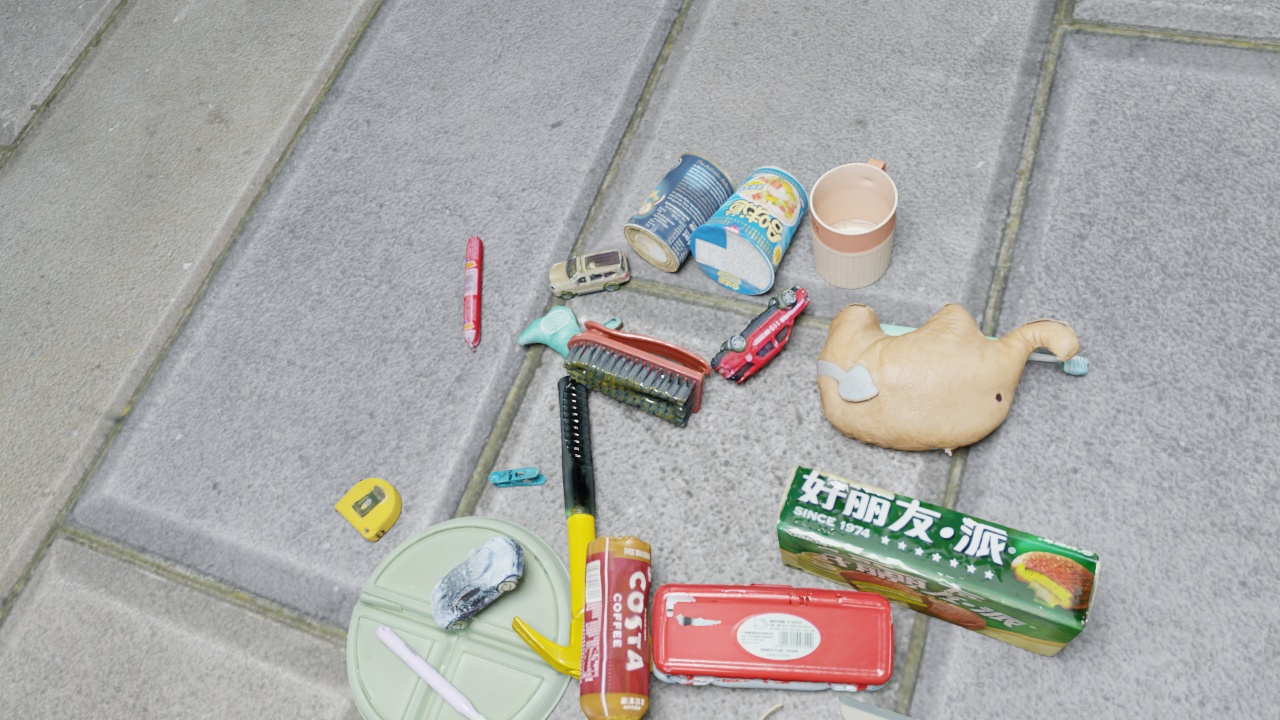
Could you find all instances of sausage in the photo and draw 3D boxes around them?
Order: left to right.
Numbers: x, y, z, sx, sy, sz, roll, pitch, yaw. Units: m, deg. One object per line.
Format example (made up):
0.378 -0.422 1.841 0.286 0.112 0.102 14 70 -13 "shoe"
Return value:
-0.188 -0.078 1.030 0.020 0.020 0.155 -8 62 8 "sausage"

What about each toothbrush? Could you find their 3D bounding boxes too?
-0.167 0.289 0.804 0.189 0.029 0.021 30 110 25 "toothbrush"
0.309 -0.012 0.883 0.225 0.026 0.027 8 60 16 "toothbrush"

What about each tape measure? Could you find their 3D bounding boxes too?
-0.273 0.147 0.927 0.060 0.029 0.057 36 75 25 "tape measure"

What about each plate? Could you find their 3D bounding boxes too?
-0.169 0.252 0.851 0.230 0.027 0.229 -5 63 9 "plate"

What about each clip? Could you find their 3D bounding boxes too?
-0.123 0.117 0.914 0.056 0.041 0.014 -6 61 16 "clip"
0.081 0.321 0.758 0.098 0.034 0.064 -20 60 -4 "clip"

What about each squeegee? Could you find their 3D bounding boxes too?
0.239 0.408 0.675 0.247 0.039 0.246 6 69 35 "squeegee"

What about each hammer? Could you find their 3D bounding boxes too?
-0.057 0.147 0.865 0.128 0.033 0.300 2 57 -12 "hammer"

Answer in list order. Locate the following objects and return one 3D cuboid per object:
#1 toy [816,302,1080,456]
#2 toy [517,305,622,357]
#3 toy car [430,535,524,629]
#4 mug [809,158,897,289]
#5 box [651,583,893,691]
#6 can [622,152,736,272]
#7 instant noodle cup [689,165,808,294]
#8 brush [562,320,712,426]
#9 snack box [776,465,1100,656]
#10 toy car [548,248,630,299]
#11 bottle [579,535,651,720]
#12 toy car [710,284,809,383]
0.275 0.015 0.838 0.226 0.082 0.143 0 84 15 "toy"
-0.068 -0.025 0.972 0.096 0.030 0.092 -41 67 -18 "toy"
-0.148 0.198 0.823 0.106 0.031 0.049 -39 45 14 "toy car"
0.219 -0.144 0.924 0.082 0.106 0.114 19 69 20 "mug"
0.110 0.237 0.782 0.201 0.068 0.090 1 80 4 "box"
0.041 -0.158 0.988 0.075 0.075 0.111 31 73 24 "can"
0.121 -0.141 0.957 0.099 0.099 0.109 25 63 23 "instant noodle cup"
-0.005 0.005 0.913 0.146 0.063 0.069 21 58 13 "brush"
0.235 0.164 0.758 0.240 0.114 0.063 16 67 19 "snack box"
-0.058 -0.097 1.002 0.090 0.035 0.042 -11 60 9 "toy car"
-0.020 0.236 0.760 0.057 0.057 0.174 -4 63 10 "bottle"
0.123 -0.026 0.917 0.120 0.053 0.045 -45 90 -5 "toy car"
